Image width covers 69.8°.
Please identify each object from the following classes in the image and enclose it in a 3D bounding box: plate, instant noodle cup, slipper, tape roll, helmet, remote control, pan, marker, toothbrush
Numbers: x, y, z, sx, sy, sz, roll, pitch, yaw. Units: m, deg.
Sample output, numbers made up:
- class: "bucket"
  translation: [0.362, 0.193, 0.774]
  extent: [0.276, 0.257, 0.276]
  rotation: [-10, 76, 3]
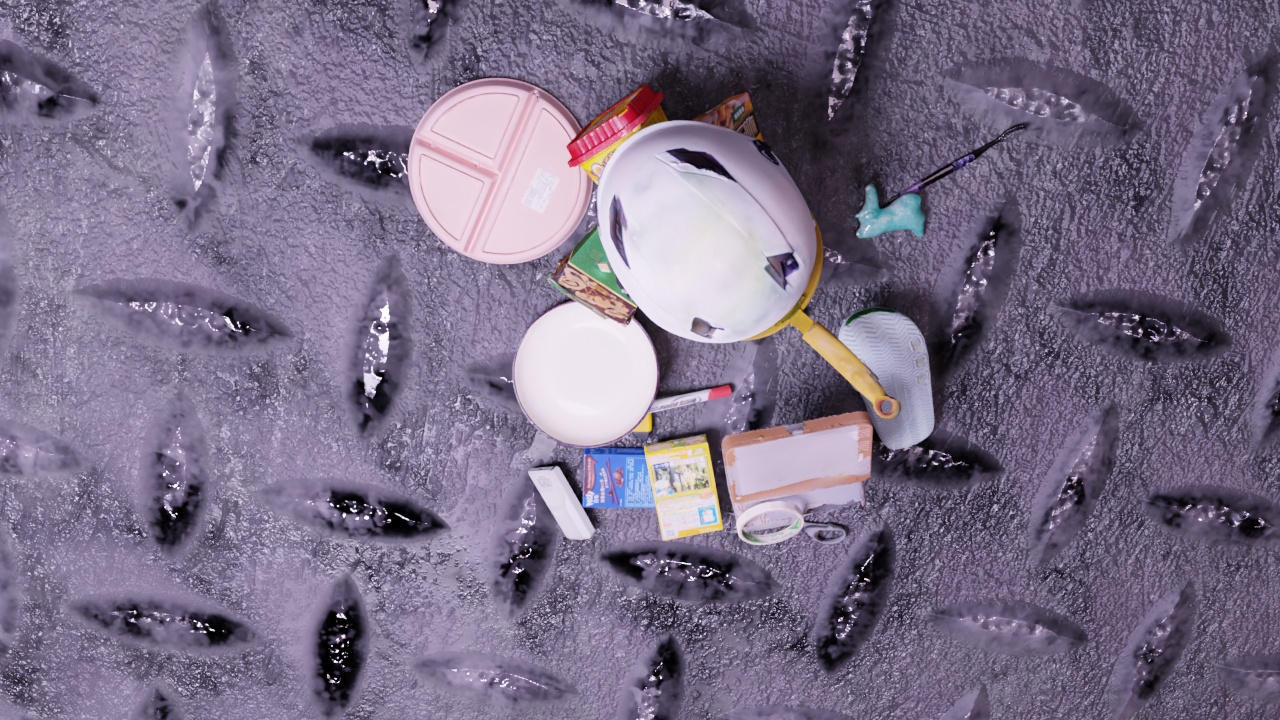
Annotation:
- class: "plate"
  translation: [-0.172, -0.228, 1.130]
  extent: [0.229, 0.028, 0.230]
  rotation: [-1, 111, -3]
- class: "instant noodle cup"
  translation: [-0.004, -0.236, 1.076]
  extent: [0.116, 0.115, 0.123]
  rotation: [-24, 113, 34]
- class: "slipper"
  translation: [0.331, 0.020, 1.225]
  extent: [0.104, 0.074, 0.245]
  rotation: [-24, 126, 5]
- class: "tape roll"
  translation: [0.166, 0.209, 1.177]
  extent: [0.086, 0.013, 0.086]
  rotation: [-5, 139, -5]
- class: "helmet"
  translation: [0.070, -0.123, 0.981]
  extent: [0.229, 0.145, 0.258]
  rotation: [-39, 111, 17]
- class: "remote control"
  translation: [-0.110, 0.201, 1.288]
  extent: [0.049, 0.024, 0.125]
  rotation: [-11, 115, 39]
- class: "pan"
  translation: [0.176, -0.066, 1.098]
  extent: [0.198, 0.078, 0.357]
  rotation: [-47, 66, 18]
- class: "marker"
  translation: [0.052, 0.054, 1.235]
  extent: [0.145, 0.017, 0.017]
  rotation: [-11, 112, -13]
- class: "toothbrush"
  translation: [0.398, -0.244, 1.154]
  extent: [0.189, 0.016, 0.014]
  rotation: [-29, 115, 10]
- class: "plate"
  translation: [-0.070, 0.017, 1.200]
  extent: [0.192, 0.039, 0.192]
  rotation: [0, 91, 5]

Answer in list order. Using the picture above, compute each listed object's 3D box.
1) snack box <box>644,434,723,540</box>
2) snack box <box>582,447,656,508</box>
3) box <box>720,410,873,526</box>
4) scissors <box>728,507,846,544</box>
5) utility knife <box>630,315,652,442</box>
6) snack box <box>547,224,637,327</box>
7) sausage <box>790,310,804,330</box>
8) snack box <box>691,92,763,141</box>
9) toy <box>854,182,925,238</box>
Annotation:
- class: "snack box"
  translation: [0.060, 0.175, 1.262]
  extent: [0.087, 0.033, 0.140]
  rotation: [-11, 113, 1]
- class: "snack box"
  translation: [-0.002, 0.165, 1.287]
  extent: [0.157, 0.026, 0.085]
  rotation: [2, 111, -3]
- class: "box"
  translation: [0.197, 0.137, 1.179]
  extent: [0.179, 0.269, 0.136]
  rotation: [-11, 79, 3]
- class: "scissors"
  translation: [0.221, 0.234, 1.331]
  extent: [0.164, 0.014, 0.164]
  rotation: [43, 104, -15]
- class: "utility knife"
  translation: [-0.007, 0.007, 1.231]
  extent: [0.033, 0.015, 0.223]
  rotation: [0, 112, 14]
- class: "snack box"
  translation: [-0.033, -0.122, 1.122]
  extent: [0.117, 0.118, 0.106]
  rotation: [33, 108, -8]
- class: "sausage"
  translation: [0.193, -0.116, 1.191]
  extent: [0.021, 0.021, 0.165]
  rotation: [-12, 111, 2]
- class: "snack box"
  translation: [0.089, -0.254, 1.076]
  extent: [0.026, 0.153, 0.075]
  rotation: [-2, 118, 43]
- class: "toy"
  translation: [0.313, -0.186, 1.162]
  extent: [0.092, 0.030, 0.096]
  rotation: [-17, 124, 3]
